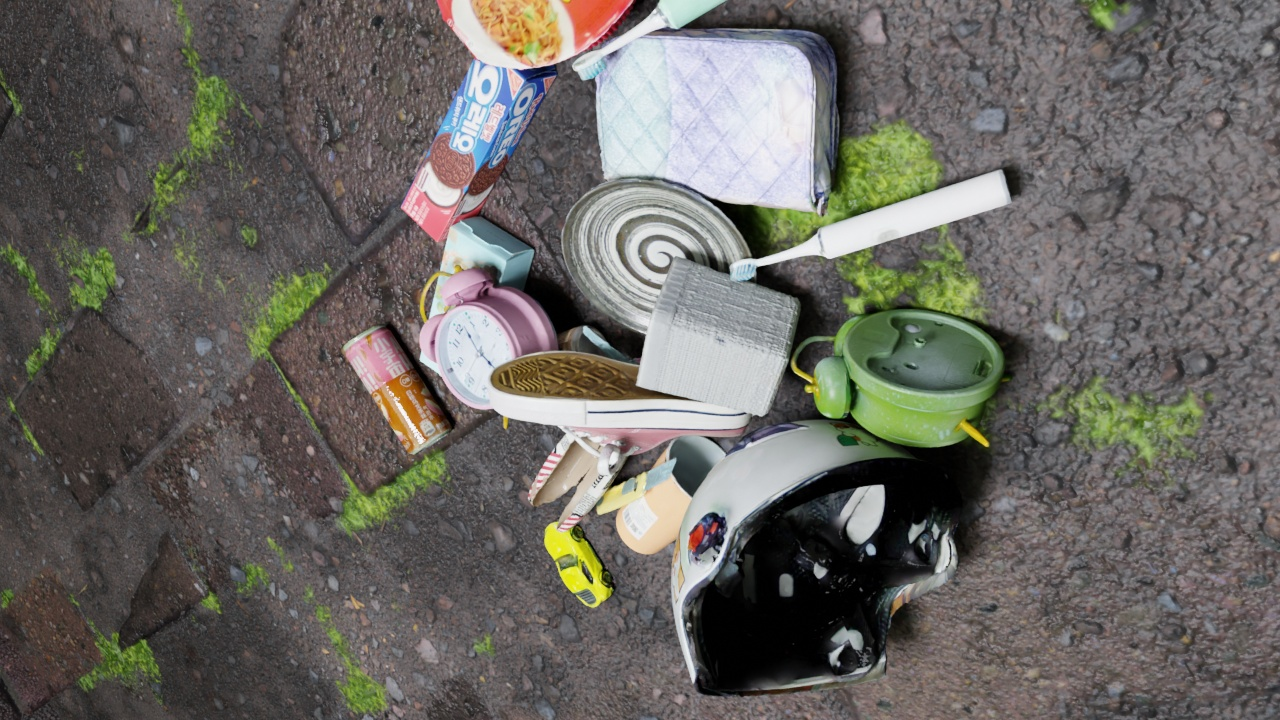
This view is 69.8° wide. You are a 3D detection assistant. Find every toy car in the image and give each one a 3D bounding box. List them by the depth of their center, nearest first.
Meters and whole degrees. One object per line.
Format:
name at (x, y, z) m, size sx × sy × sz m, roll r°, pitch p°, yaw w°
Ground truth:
toy car at (-0.073, 0.226, 1.019) m, size 0.048 × 0.032 × 0.105 m, roll -32°, pitch 89°, yaw 38°

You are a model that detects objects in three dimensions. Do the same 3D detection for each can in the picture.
can at (-0.088, 0.006, 0.919) m, size 0.117 × 0.058 × 0.058 m, roll -17°, pitch 100°, yaw 37°
can at (-0.278, 0.034, 1.054) m, size 0.058 × 0.057 × 0.147 m, roll -32°, pitch 91°, yaw 38°

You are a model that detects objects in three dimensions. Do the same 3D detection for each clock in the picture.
clock at (0.196, 0.009, 0.704) m, size 0.161 × 0.115 × 0.056 m, roll 16°, pitch 128°, yaw 24°
clock at (-0.154, -0.022, 0.881) m, size 0.158 × 0.059 × 0.117 m, roll 45°, pitch 124°, yaw 16°

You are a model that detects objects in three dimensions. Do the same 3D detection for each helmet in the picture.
helmet at (0.127, 0.150, 0.769) m, size 0.156 × 0.229 × 0.275 m, roll -120°, pitch 38°, yaw -53°

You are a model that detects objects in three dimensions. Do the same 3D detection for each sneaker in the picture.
sneaker at (-0.017, 0.051, 0.818) m, size 0.241 × 0.118 × 0.088 m, roll 4°, pitch 120°, yaw -13°

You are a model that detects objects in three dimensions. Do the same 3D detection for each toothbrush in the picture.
toothbrush at (0.048, -0.271, 0.675) m, size 0.225 × 0.027 × 0.026 m, roll -27°, pitch 49°, yaw 10°
toothbrush at (0.169, -0.099, 0.708) m, size 0.221 × 0.026 × 0.027 m, roll -15°, pitch 135°, yaw 27°

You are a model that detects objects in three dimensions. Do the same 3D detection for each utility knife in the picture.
utility knife at (-0.007, 0.123, 0.881) m, size 0.022 × 0.031 × 0.221 m, roll 18°, pitch 158°, yaw -20°

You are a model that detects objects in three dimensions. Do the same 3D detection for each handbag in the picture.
handbag at (0.061, -0.193, 0.731) m, size 0.194 × 0.075 × 0.134 m, roll 14°, pitch 121°, yaw 29°

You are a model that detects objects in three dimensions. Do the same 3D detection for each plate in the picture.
plate at (0.018, -0.088, 0.807) m, size 0.179 × 0.024 × 0.180 m, roll 14°, pitch 137°, yaw 13°

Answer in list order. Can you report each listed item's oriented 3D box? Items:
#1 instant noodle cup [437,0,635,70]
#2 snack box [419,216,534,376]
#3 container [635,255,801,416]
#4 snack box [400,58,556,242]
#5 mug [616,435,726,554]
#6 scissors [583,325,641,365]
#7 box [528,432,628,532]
instant noodle cup at (-0.069, -0.319, 0.737) m, size 0.194 × 0.065 × 0.193 m, roll -1°, pitch 86°, yaw 20°
snack box at (-0.172, -0.055, 0.951) m, size 0.074 × 0.051 × 0.175 m, roll 32°, pitch 123°, yaw 17°
container at (0.067, -0.017, 0.771) m, size 0.114 × 0.090 × 0.090 m, roll 17°, pitch 138°, yaw 5°
snack box at (-0.158, -0.209, 0.875) m, size 0.058 × 0.057 × 0.208 m, roll 44°, pitch 126°, yaw 6°
mug at (0.029, 0.136, 0.891) m, size 0.078 × 0.078 × 0.123 m, roll 46°, pitch 131°, yaw 8°
scissors at (-0.004, 0.004, 0.858) m, size 0.130 × 0.017 × 0.133 m, roll -31°, pitch 126°, yaw 23°
box at (-0.047, 0.116, 0.936) m, size 0.083 × 0.075 × 0.164 m, roll 50°, pitch 126°, yaw 22°
